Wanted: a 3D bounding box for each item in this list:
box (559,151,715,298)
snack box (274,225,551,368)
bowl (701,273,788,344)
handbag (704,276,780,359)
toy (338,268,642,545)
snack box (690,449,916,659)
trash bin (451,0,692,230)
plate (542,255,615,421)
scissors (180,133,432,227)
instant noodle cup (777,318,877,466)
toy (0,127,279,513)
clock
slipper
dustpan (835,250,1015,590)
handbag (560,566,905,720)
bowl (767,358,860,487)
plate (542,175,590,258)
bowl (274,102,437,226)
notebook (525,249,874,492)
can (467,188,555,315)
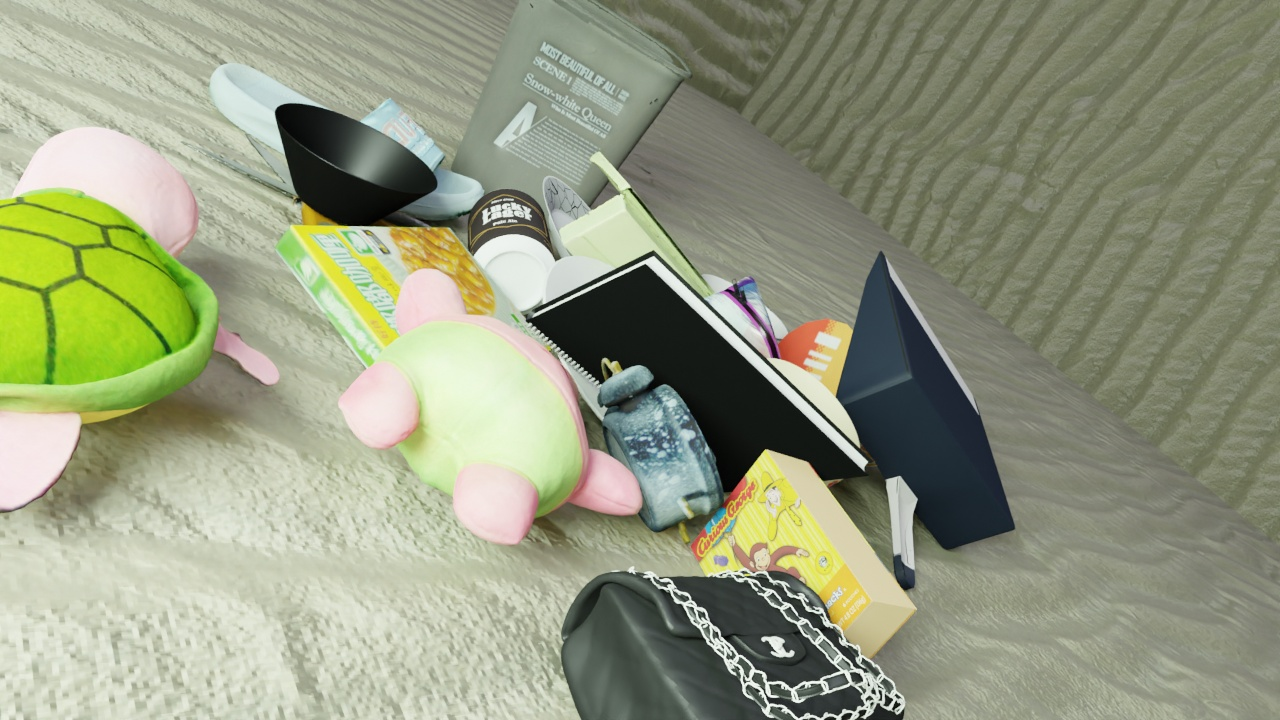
[{"bbox_3d":[-0.002,-0.090,0.845,0.188,0.083,0.091,45,3,-46],"label":"box"},{"bbox_3d":[-0.149,-0.040,0.638,0.132,0.027,0.167,50,24,11],"label":"snack box"},{"bbox_3d":[0.092,-0.034,0.963,0.113,0.063,0.113,30,21,-13],"label":"bowl"},{"bbox_3d":[0.106,0.019,0.823,0.068,0.145,0.170,-26,75,-17],"label":"handbag"},{"bbox_3d":[-0.077,0.028,0.539,0.192,0.097,0.236,45,11,2],"label":"toy"},{"bbox_3d":[0.094,0.132,0.564,0.040,0.088,0.125,19,26,-35],"label":"snack box"},{"bbox_3d":[-0.089,-0.281,1.014,0.197,0.220,0.197,28,22,-17],"label":"trash bin"},{"bbox_3d":[-0.004,0.004,0.743,0.208,0.015,0.208,38,31,-28],"label":"plate"},{"bbox_3d":[-0.236,-0.107,0.701,0.225,0.016,0.224,22,24,-31],"label":"scissors"},{"bbox_3d":[0.199,0.041,0.894,0.121,0.123,0.123,28,20,-37],"label":"instant noodle cup"},{"bbox_3d":[-0.255,-0.028,0.400,0.190,0.088,0.237,15,31,-13],"label":"toy"},{"bbox_3d":[0.008,0.053,0.597,0.090,0.052,0.129,89,-25,-63],"label":"clock"},{"bbox_3d":[-0.248,-0.198,0.802,0.245,0.074,0.104,26,23,-16],"label":"slipper"},{"bbox_3d":[0.250,0.077,0.826,0.236,0.080,0.272,47,30,-33],"label":"dustpan"},{"bbox_3d":[0.049,0.141,0.444,0.153,0.115,0.125,8,30,-42],"label":"handbag"},{"bbox_3d":[0.103,0.067,0.724,0.073,0.118,0.118,-37,67,-26],"label":"bowl"},{"bbox_3d":[-0.043,-0.090,0.877,0.188,0.016,0.188,53,16,-23],"label":"plate"},{"bbox_3d":[-0.221,-0.137,0.689,0.124,0.053,0.124,28,21,-12],"label":"bowl"},{"bbox_3d":[0.035,0.020,0.616,0.206,0.149,0.016,42,59,-20],"label":"notebook"},{"bbox_3d":[-0.111,-0.095,0.781,0.072,0.072,0.128,25,22,-23],"label":"can"}]
